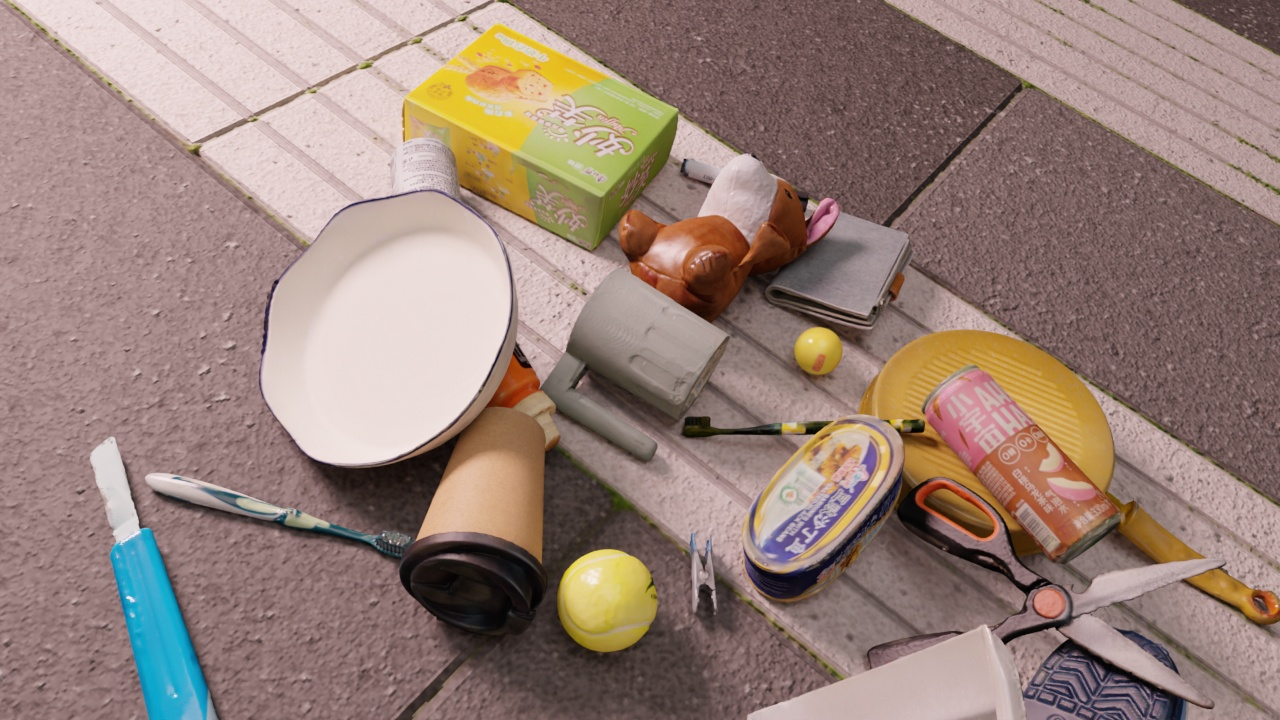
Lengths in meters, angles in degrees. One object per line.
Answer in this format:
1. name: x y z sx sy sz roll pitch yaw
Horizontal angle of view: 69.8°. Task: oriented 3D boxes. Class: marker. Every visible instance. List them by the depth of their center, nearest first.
1. marker: 0.103 -0.174 0.902 0.131 0.023 0.018 18 41 0

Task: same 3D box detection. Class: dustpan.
1. dustpan: 0.115 0.297 0.430 0.142 0.223 0.257 -13 68 -35

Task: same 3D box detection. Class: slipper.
1. slipper: 0.255 0.282 0.553 0.095 0.105 0.252 49 64 -30

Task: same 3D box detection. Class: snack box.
1. snack box: -0.091 -0.214 0.857 0.210 0.070 0.157 28 52 9

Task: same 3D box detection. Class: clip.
1. clip: 0.045 0.150 0.644 0.036 0.026 0.057 2 58 -3

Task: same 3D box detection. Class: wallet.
1. wallet: 0.188 -0.082 0.844 0.106 0.037 0.129 22 50 18

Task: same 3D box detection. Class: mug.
1. mug: -0.004 0.004 0.717 0.103 0.084 0.123 31 80 9

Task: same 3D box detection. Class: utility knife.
1. utility knife: -0.311 0.138 0.575 0.034 0.018 0.223 -20 62 -23

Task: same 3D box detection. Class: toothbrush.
1. toothbrush: -0.241 0.103 0.618 0.191 0.018 0.016 16 52 -1
2. toothbrush: 0.126 0.050 0.714 0.186 0.012 0.017 -1 44 6

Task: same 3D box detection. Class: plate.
1. plate: -0.175 -0.022 0.653 0.205 0.045 0.204 -7 70 20

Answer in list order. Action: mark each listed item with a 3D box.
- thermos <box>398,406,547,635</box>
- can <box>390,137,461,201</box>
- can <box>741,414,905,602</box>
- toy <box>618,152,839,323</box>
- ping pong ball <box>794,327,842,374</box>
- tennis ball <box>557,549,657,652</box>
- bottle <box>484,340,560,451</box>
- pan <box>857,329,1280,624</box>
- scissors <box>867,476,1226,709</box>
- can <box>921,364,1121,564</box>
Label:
1. thermos: -0.101 0.103 0.610 0.093 0.093 0.143 11 44 -5
2. can: -0.178 -0.119 0.774 0.058 0.058 0.146 -4 55 -16
3. can: 0.132 0.104 0.659 0.074 0.049 0.148 36 67 30
4. toy: 0.075 -0.114 0.796 0.140 0.131 0.199 32 43 33
5. ping pong ball: 0.150 -0.008 0.775 0.040 0.040 0.040 6 53 -8
6. tennis ball: -0.022 0.156 0.598 0.065 0.066 0.065 6 53 -8
7. bottle: -0.112 0.009 0.694 0.066 0.067 0.149 -33 74 -31
8. pan: 0.345 0.104 0.733 0.357 0.078 0.197 26 57 15
9. scissors: 0.246 0.160 0.602 0.232 0.021 0.220 -40 44 9
10. can: 0.273 0.073 0.665 0.057 0.058 0.147 -20 58 -25
